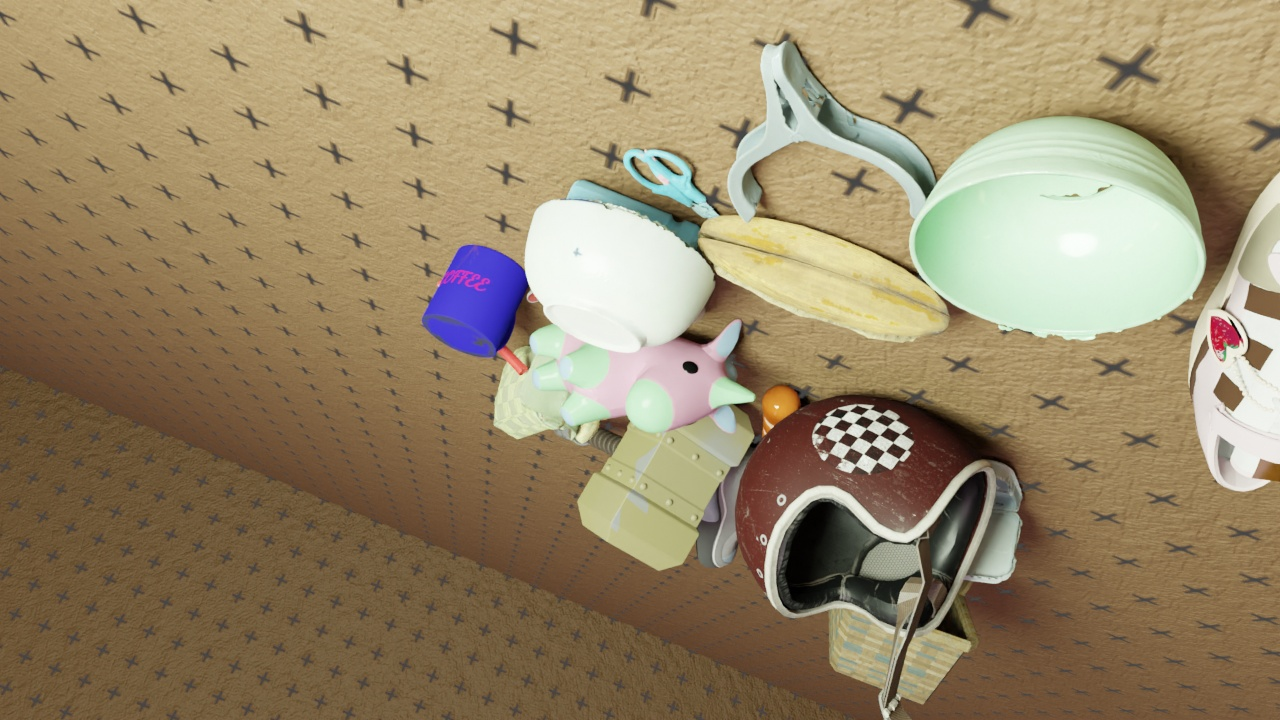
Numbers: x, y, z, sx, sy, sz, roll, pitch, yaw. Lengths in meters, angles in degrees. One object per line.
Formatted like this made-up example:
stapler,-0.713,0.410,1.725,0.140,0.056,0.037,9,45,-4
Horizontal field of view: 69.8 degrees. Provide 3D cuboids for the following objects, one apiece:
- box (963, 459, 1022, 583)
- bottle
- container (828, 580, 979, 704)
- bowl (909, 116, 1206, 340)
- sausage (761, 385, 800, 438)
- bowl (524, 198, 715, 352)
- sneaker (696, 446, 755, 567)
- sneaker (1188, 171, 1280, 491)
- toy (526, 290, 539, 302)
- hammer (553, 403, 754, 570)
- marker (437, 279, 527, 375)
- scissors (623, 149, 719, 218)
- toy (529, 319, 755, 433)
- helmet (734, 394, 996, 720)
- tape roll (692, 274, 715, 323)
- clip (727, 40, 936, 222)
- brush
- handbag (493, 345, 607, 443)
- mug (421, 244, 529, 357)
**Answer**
box,0.287,0.148,0.968,0.211,0.129,0.105,-2,138,33
bottle,0.003,-0.103,0.732,0.130,0.040,0.040,22,157,1
container,0.310,0.256,1.085,0.157,0.186,0.249,19,-166,7
bowl,0.237,-0.084,0.522,0.151,0.076,0.151,19,156,8
sausage,0.148,0.073,0.975,0.039,0.044,0.164,26,156,19
bowl,-0.024,-0.055,0.716,0.153,0.072,0.153,20,165,5
sneaker,0.149,0.191,1.154,0.160,0.092,0.257,5,142,13
sneaker,0.377,-0.011,0.505,0.112,0.116,0.294,15,156,15
toy,-0.052,-0.059,0.888,0.112,0.030,0.049,9,-179,23
hammer,-0.029,0.102,1.086,0.100,0.190,0.325,35,171,-27
marker,-0.172,-0.037,0.990,0.142,0.012,0.013,45,160,13
scissors,0.044,-0.121,0.702,0.136,0.015,0.056,31,157,-34
toy,-0.006,0.005,0.894,0.222,0.170,0.120,39,136,53
helmet,0.213,0.160,0.853,0.254,0.233,0.233,25,151,35
tape roll,0.017,-0.069,0.805,0.094,0.030,0.094,19,156,8
clip,0.135,-0.126,0.590,0.164,0.031,0.169,17,158,6
brush,0.135,-0.060,0.687,0.195,0.059,0.043,20,167,2
handbag,-0.092,0.038,1.039,0.117,0.113,0.187,30,159,-22
mug,-0.160,-0.051,0.932,0.079,0.083,0.111,12,154,23
